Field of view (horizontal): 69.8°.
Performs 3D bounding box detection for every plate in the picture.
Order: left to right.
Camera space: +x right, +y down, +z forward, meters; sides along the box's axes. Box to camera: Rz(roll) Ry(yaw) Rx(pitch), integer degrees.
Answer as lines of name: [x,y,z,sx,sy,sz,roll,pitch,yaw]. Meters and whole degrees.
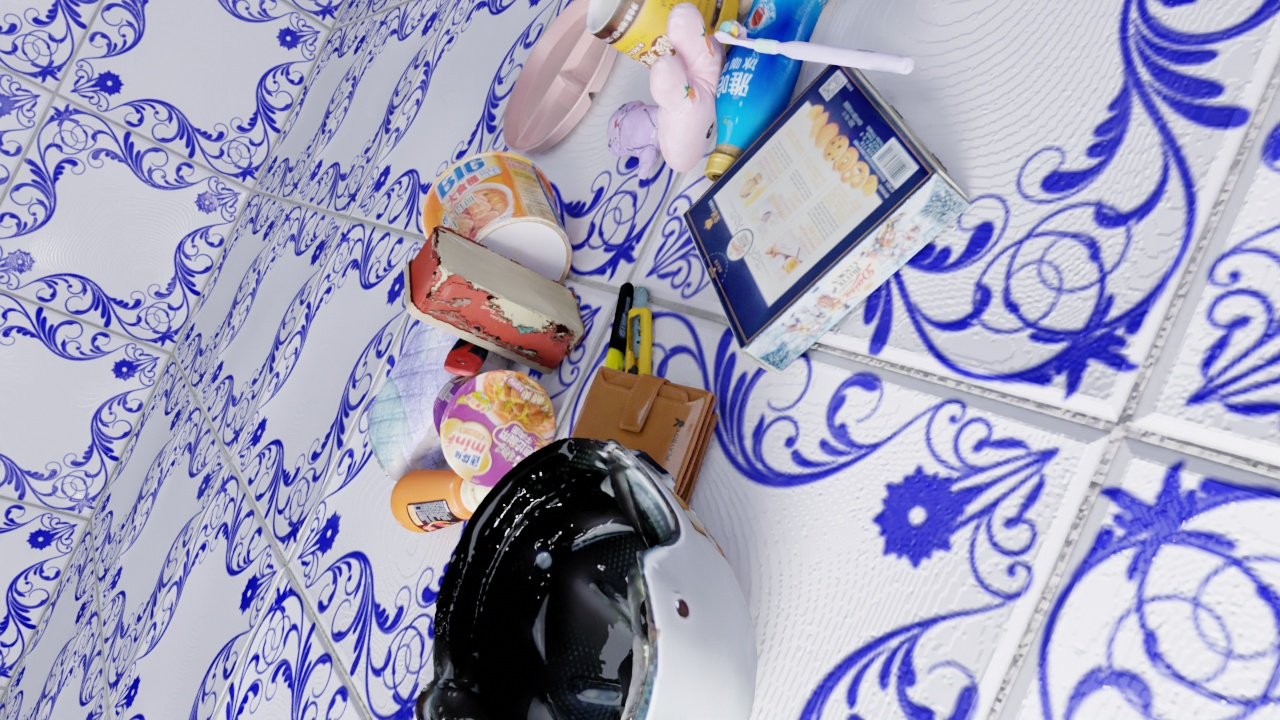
plate: [-0.099,-0.362,1.165,0.230,0.028,0.229,-31,46,39]

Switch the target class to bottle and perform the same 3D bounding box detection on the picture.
bottle: [-0.190,0.138,0.930,0.150,0.066,0.066,-14,57,39]
bottle: [0.107,-0.254,0.791,0.065,0.065,0.218,12,78,55]

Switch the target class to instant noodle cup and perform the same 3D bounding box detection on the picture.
instant noodle cup: [-0.150,0.059,0.894,0.099,0.111,0.111,16,80,65]
instant noodle cup: [-0.147,-0.130,0.979,0.152,0.151,0.111,-49,45,20]
instant noodle cup: [0.018,-0.344,0.907,0.119,0.114,0.118,-38,43,47]

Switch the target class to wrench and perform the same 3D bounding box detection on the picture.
wrench: [-0.167,-0.037,0.955,0.273,0.056,0.016,-99,22,-69]

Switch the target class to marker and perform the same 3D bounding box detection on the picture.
marker: [-0.019,-0.018,0.841,0.015,0.018,0.124,-18,53,44]

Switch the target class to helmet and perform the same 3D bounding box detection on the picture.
helmet: [-0.021,0.183,0.590,0.230,0.157,0.274,-54,25,2]

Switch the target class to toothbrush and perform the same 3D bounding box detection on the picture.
toothbrush: [0.131,-0.241,0.706,0.029,0.021,0.189,-29,39,-29]

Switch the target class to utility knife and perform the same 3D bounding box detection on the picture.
utility knife: [-0.005,0.005,0.808,0.033,0.015,0.180,-26,49,37]

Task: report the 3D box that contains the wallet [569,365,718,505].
wallet: [-0.003,0.064,0.739,0.132,0.031,0.107,14,80,43]

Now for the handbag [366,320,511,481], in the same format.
handbag: [-0.227,0.034,1.032,0.194,0.075,0.134,-55,39,14]

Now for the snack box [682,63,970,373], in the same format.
snack box: [0.126,-0.113,0.688,0.183,0.045,0.177,-44,38,25]

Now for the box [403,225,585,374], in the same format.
box: [-0.135,-0.062,0.889,0.076,0.168,0.091,-48,37,25]

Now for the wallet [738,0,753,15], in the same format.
wallet: [0.136,-0.399,0.886,0.115,0.024,0.087,-32,44,39]

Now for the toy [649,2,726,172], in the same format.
toy: [0.042,-0.237,0.809,0.054,0.159,0.121,15,83,16]

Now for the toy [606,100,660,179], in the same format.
toy: [-0.003,-0.234,0.945,0.108,0.039,0.084,35,106,54]
